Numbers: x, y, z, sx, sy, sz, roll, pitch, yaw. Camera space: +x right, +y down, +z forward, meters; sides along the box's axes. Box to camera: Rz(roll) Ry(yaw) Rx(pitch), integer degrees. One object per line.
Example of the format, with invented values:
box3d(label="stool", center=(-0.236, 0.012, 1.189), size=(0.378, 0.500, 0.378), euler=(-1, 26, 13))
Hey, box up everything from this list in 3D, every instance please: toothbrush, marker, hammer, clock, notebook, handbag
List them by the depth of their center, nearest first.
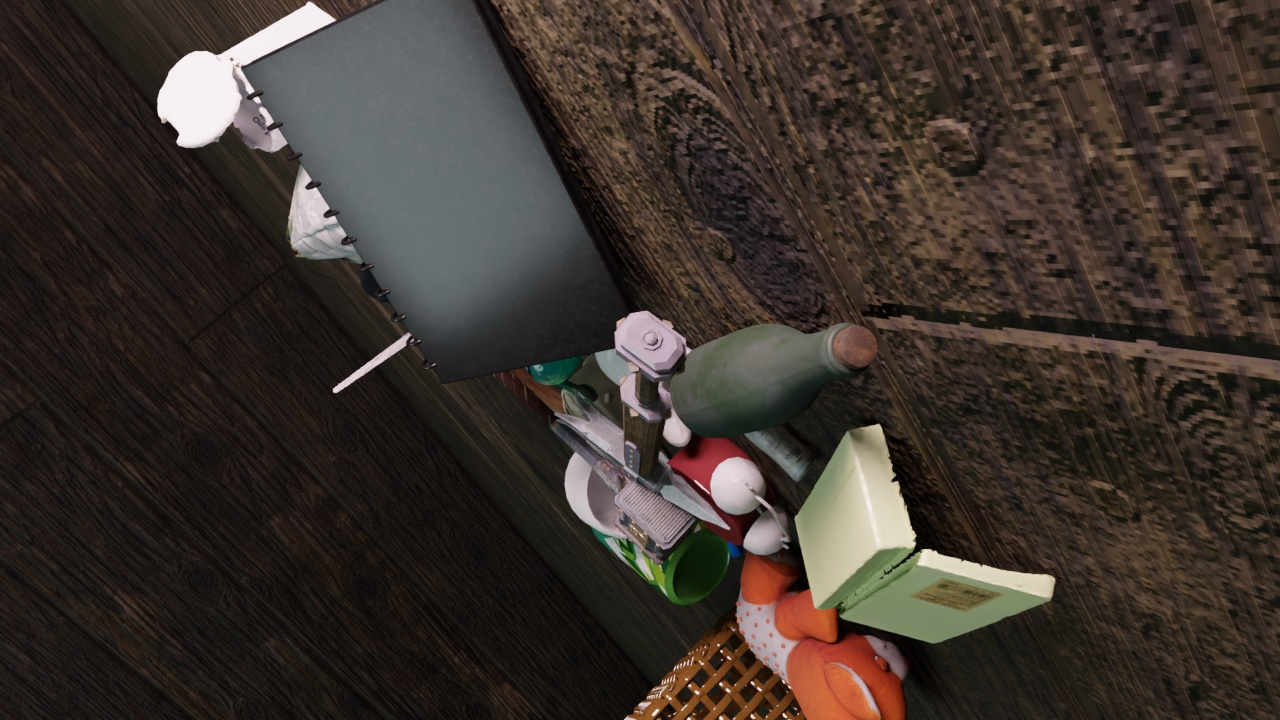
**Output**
box3d(label="hammer", center=(0.005, 0.036, 0.522), size=(0.147, 0.028, 0.317), euler=(37, 167, 9))
box3d(label="notebook", center=(-0.115, -0.091, 0.545), size=(0.169, 0.019, 0.231), euler=(-11, 121, 28))
box3d(label="toothbrush", center=(0.038, 0.009, 0.593), size=(0.185, 0.022, 0.024), euler=(42, -161, 19))
box3d(label="clock", center=(0.066, 0.098, 0.686), size=(0.125, 0.044, 0.087), euler=(24, 152, 53))
box3d(label="handbag", center=(-0.202, -0.131, 0.720), size=(0.123, 0.112, 0.172), euler=(19, 169, -33))
box3d(label="hammer", center=(-0.086, 0.034, 0.741), size=(0.322, 0.044, 0.099), euler=(42, 164, 12))
box3d(label="clock", center=(-0.035, 0.041, 0.791), size=(0.093, 0.054, 0.141), euler=(54, 160, -22))
box3d(label="toothbrush", center=(-0.193, -0.026, 0.810), size=(0.010, 0.181, 0.010), euler=(51, 168, 8))
box3d(label="marker", center=(0.075, 0.141, 0.819), size=(0.013, 0.013, 0.142), euler=(36, 160, 34))
box3d(label="hammer", center=(-0.131, 0.010, 0.917), size=(0.322, 0.040, 0.129), euler=(37, 178, 2))

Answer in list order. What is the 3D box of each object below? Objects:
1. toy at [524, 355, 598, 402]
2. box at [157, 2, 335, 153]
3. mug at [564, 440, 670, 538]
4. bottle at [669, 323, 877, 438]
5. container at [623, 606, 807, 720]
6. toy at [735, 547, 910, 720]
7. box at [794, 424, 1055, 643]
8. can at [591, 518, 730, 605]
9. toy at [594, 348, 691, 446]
box3d(label="toy", center=(-0.072, -0.046, 0.669), size=(0.193, 0.072, 0.130), euler=(70, -169, -46))
box3d(label="box", center=(-0.277, -0.199, 0.668), size=(0.081, 0.159, 0.092), euler=(39, 152, 10))
box3d(label="mug", center=(-0.009, 0.116, 0.852), size=(0.115, 0.094, 0.068), euler=(13, 177, -20))
box3d(label="bottle", center=(0.066, 0.006, 0.457), size=(0.055, 0.055, 0.174), euler=(49, 163, -4))
box3d(label="container", center=(0.116, 0.421, 1.005), size=(0.219, 0.213, 0.252), euler=(44, 163, 12))
box3d(label="toy", center=(0.150, 0.237, 0.736), size=(0.172, 0.092, 0.164), euler=(48, 167, 50))
box3d(label="box", center=(0.140, 0.118, 0.529), size=(0.133, 0.061, 0.188), euler=(41, 162, 14))
box3d(label="can", center=(0.016, 0.174, 0.918), size=(0.144, 0.083, 0.083), euler=(29, 155, 48))
box3d(label="toy", center=(-0.004, 0.004, 0.657), size=(0.125, 0.037, 0.076), euler=(57, 165, -21))
